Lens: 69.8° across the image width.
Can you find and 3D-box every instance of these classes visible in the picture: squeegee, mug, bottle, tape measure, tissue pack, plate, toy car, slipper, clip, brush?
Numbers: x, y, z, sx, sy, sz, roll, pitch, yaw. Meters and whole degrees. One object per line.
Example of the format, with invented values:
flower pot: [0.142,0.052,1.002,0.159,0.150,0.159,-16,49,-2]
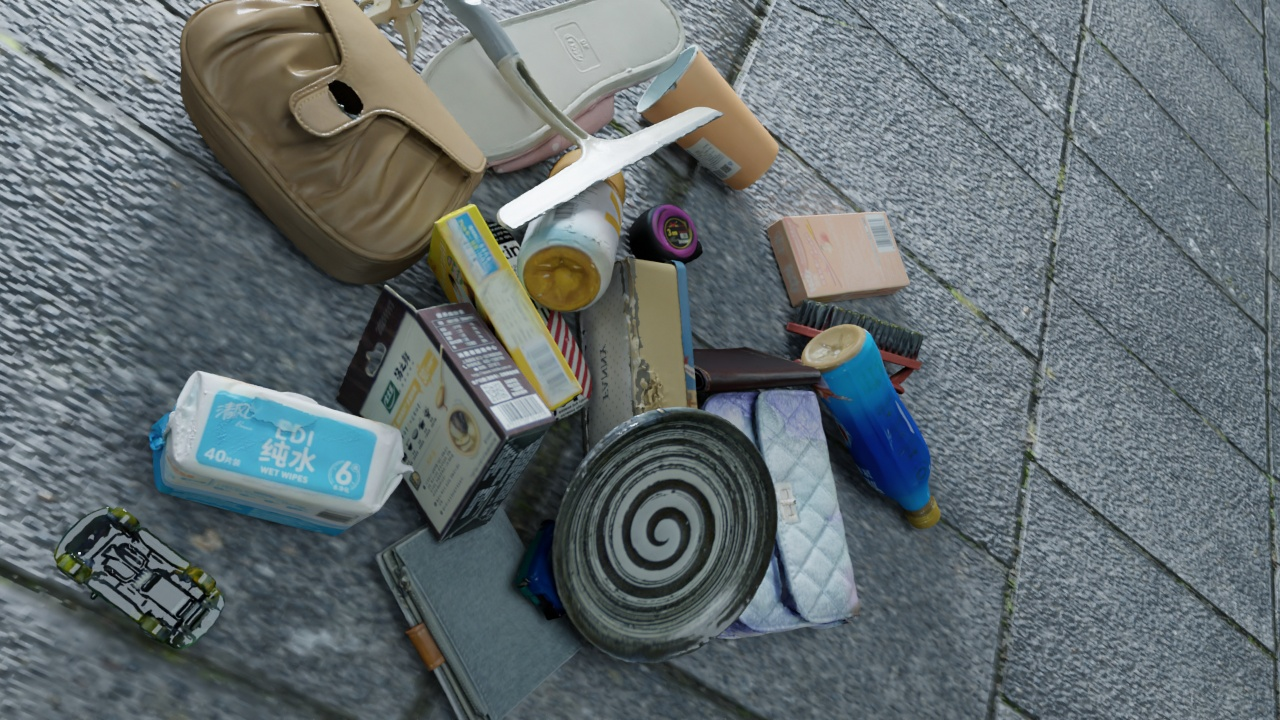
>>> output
squeegee: [-0.095,-0.228,0.704,0.246,0.039,0.245,49,52,4]
mug: [0.066,-0.218,0.847,0.122,0.078,0.078,40,55,-21]
bottle: [-0.047,-0.112,0.708,0.068,0.068,0.189,33,34,-19]
bottle: [0.215,0.068,0.821,0.219,0.065,0.065,56,50,-25]
tape measure: [0.019,-0.104,0.792,0.056,0.039,0.058,-34,97,-38]
tissue pack: [-0.213,0.057,0.542,0.140,0.090,0.063,21,62,-26]
plate: [0.017,0.119,0.636,0.179,0.024,0.179,-5,100,-28]
toy car: [-0.277,0.121,0.508,0.091,0.036,0.043,45,55,-13]
slipper: [-0.074,-0.236,0.768,0.273,0.055,0.114,-37,90,-28]
clip: [-0.174,-0.254,0.691,0.092,0.103,0.034,40,49,-44]
brush: [0.210,-0.008,0.874,0.145,0.063,0.069,14,96,-31]
tape measure: [-0.058,0.144,0.621,0.054,0.025,0.058,55,34,-27]

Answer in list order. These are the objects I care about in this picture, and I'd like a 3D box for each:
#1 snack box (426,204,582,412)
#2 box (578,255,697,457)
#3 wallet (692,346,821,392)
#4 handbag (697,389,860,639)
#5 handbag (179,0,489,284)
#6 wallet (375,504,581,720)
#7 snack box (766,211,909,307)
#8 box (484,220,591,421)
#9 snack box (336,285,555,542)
snack box: [-0.093,-0.026,0.612,0.033,0.087,0.140,-28,89,-19]
box: [-0.004,0.004,0.702,0.059,0.090,0.184,8,73,-29]
wallet: [0.072,0.005,0.758,0.122,0.096,0.020,-1,108,-34]
handbag: [0.103,0.122,0.738,0.134,0.076,0.193,1,72,-33]
handbag: [-0.205,-0.160,0.623,0.204,0.100,0.147,49,59,-8]
wallet: [-0.108,0.163,0.606,0.106,0.037,0.129,-29,90,-49]
snack box: [0.201,-0.104,0.920,0.157,0.026,0.084,-9,78,-36]
box: [-0.091,-0.030,0.680,0.164,0.058,0.070,57,38,-1]
snack box: [-0.126,0.031,0.579,0.053,0.113,0.125,-15,59,-46]
